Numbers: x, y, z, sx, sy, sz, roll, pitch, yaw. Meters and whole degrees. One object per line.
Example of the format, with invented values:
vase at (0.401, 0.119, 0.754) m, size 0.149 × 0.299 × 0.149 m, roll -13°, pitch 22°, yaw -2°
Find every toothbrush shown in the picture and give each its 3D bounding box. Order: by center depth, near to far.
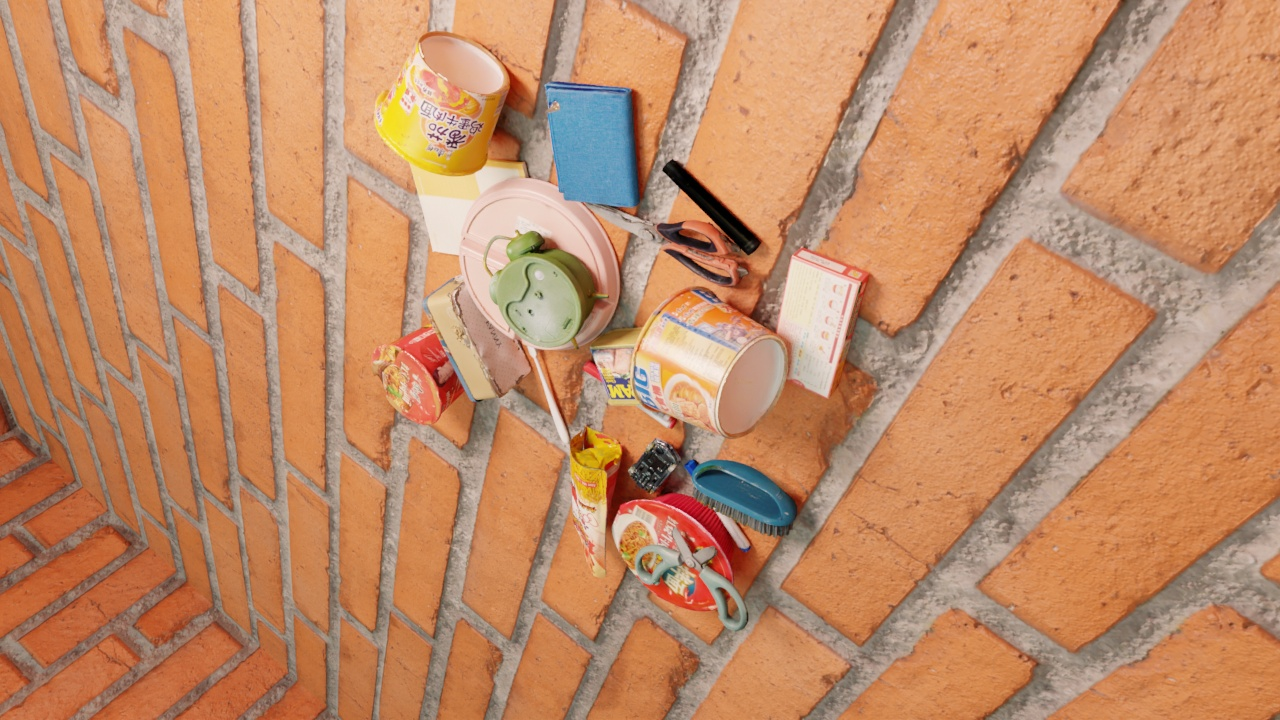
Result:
toothbrush at (-0.128, 0.045, 1.306) m, size 0.016 × 0.016 × 0.180 m, roll 10°, pitch 128°, yaw 37°

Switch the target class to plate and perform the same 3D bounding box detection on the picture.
plate at (-0.134, -0.113, 1.147) m, size 0.230 × 0.028 × 0.230 m, roll 13°, pitch 120°, yaw 22°

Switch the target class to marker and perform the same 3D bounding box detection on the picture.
marker at (0.075, -0.163, 0.972) m, size 0.132 × 0.022 × 0.020 m, roll 45°, pitch 96°, yaw 4°
marker at (-0.015, 0.045, 1.206) m, size 0.145 × 0.017 × 0.017 m, roll 34°, pitch 136°, yaw 15°
marker at (0.104, 0.194, 1.220) m, size 0.017 × 0.016 × 0.146 m, roll -24°, pitch 103°, yaw 47°

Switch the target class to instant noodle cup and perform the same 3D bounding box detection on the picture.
instant noodle cup at (0.080, 0.008, 0.986) m, size 0.111 × 0.151 × 0.152 m, roll 29°, pitch 136°, yaw 37°
instant noodle cup at (-0.219, -0.295, 1.041) m, size 0.138 × 0.137 × 0.110 m, roll 43°, pitch 130°, yaw 6°
instant noodle cup at (0.056, 0.252, 1.268) m, size 0.194 × 0.065 × 0.194 m, roll 22°, pitch 133°, yaw 25°
instant noodle cup at (-0.309, 0.011, 1.357) m, size 0.138 × 0.108 × 0.138 m, roll 22°, pitch 132°, yaw 27°

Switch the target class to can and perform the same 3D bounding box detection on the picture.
can at (-0.007, 0.007, 1.142) m, size 0.102 × 0.057 × 0.083 m, roll -3°, pitch 116°, yaw 41°

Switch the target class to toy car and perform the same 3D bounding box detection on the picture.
toy car at (0.021, 0.141, 1.238) m, size 0.049 × 0.031 × 0.106 m, roll 41°, pitch 139°, yaw 7°

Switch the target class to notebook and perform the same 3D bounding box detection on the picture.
notebook at (-0.214, -0.196, 1.196) m, size 0.206 × 0.010 × 0.146 m, roll 13°, pitch 128°, yaw 32°

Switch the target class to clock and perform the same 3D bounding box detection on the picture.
clock at (-0.124, -0.089, 1.102) m, size 0.161 × 0.056 × 0.116 m, roll 37°, pitch 126°, yaw 5°

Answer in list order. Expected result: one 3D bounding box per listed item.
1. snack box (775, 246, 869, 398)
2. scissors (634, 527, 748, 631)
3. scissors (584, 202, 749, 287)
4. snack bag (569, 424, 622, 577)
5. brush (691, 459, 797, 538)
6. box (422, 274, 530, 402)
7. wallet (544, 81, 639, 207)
snack box at (0.185, -0.037, 0.970) m, size 0.077 × 0.026 × 0.156 m, roll 26°, pitch 134°, yaw 23°
scissors at (0.069, 0.299, 1.231) m, size 0.170 × 0.019 × 0.175 m, roll 54°, pitch 137°, yaw -5°
scissors at (0.021, -0.149, 1.020) m, size 0.209 × 0.015 × 0.183 m, roll 44°, pitch 155°, yaw -6°
snack bag at (-0.071, 0.202, 1.323) m, size 0.128 × 0.073 × 0.208 m, roll -120°, pitch 29°, yaw -47°
brush at (0.129, 0.163, 1.146) m, size 0.144 × 0.055 × 0.074 m, roll 23°, pitch 133°, yaw 26°
box at (-0.221, -0.027, 1.272) m, size 0.064 × 0.089 × 0.184 m, roll -5°, pitch 116°, yaw 35°
wallet at (-0.053, -0.237, 1.011) m, size 0.106 × 0.040 × 0.133 m, roll 12°, pitch 127°, yaw 23°
